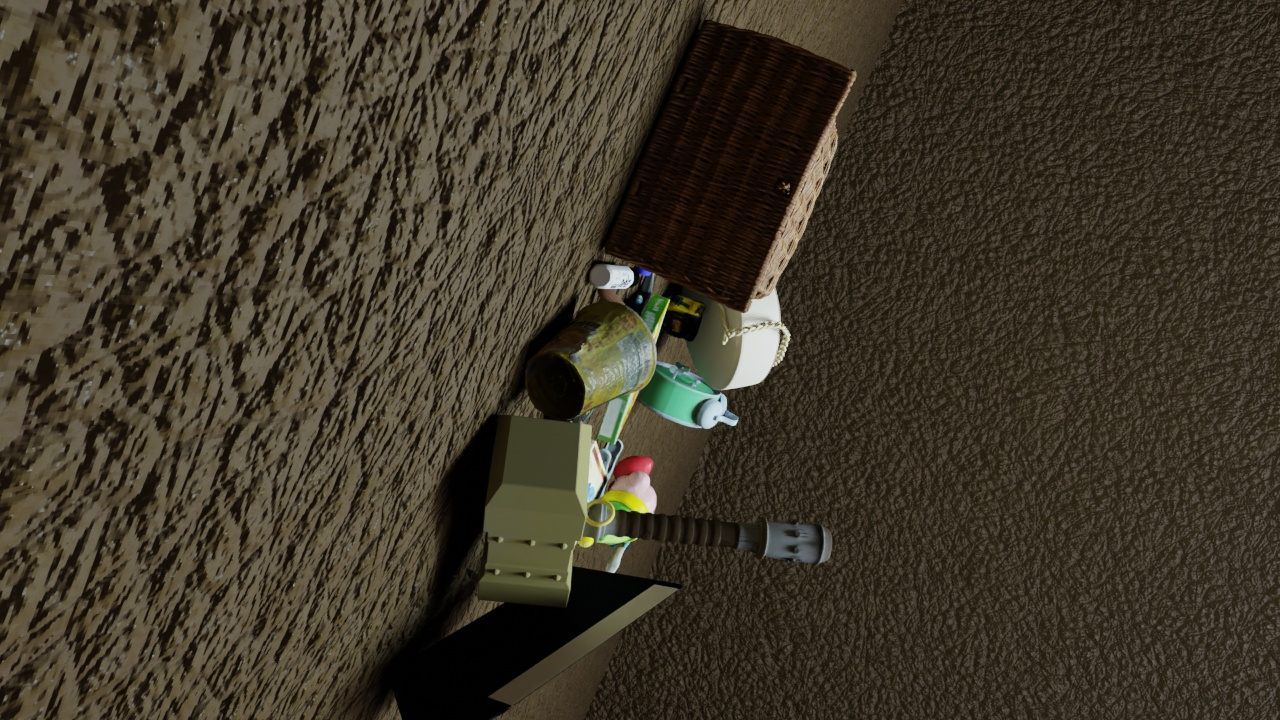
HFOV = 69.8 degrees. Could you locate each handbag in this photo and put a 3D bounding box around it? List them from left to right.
[{"bbox_3d":[0.121,-0.066,1.347,0.211,0.103,0.208,103,-29,-47],"label":"handbag"}]

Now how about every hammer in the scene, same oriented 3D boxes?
[{"bbox_3d":[0.019,0.158,0.864,0.191,0.325,0.100,104,-9,-46],"label":"hammer"}]

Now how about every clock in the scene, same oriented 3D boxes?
[{"bbox_3d":[0.076,0.056,1.406,0.075,0.161,0.121,-66,170,11],"label":"clock"}]

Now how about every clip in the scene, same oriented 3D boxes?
[{"bbox_3d":[-0.067,0.192,1.382,0.163,0.028,0.108,-68,171,16],"label":"clip"}]

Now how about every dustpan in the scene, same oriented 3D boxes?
[{"bbox_3d":[-0.124,0.292,0.909,0.235,0.274,0.080,-22,103,-45],"label":"dustpan"}]

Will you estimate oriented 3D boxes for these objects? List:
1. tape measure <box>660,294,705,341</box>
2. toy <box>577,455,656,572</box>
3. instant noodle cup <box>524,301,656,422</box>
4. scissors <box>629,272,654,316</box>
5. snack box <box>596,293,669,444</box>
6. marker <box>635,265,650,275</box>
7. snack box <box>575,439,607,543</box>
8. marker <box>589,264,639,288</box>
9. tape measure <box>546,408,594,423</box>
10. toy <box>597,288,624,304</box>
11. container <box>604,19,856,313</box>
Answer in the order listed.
[{"bbox_3d":[0.056,-0.063,1.312,0.038,0.062,0.067,-57,165,-35],"label":"tape measure"},{"bbox_3d":[-0.033,0.199,1.175,0.131,0.097,0.124,-85,-165,-48],"label":"toy"},{"bbox_3d":[-0.053,0.005,0.868,0.108,0.102,0.102,-35,149,-54],"label":"instant noodle cup"},{"bbox_3d":[-0.008,-0.049,1.144,0.149,0.019,0.122,76,36,-81],"label":"scissors"},{"bbox_3d":[-0.006,0.006,1.079,0.167,0.027,0.132,-65,174,-67],"label":"snack box"},{"bbox_3d":[0.023,-0.163,1.043,0.020,0.020,0.142,-48,159,-59],"label":"marker"},{"bbox_3d":[-0.101,0.177,1.097,0.153,0.055,0.207,-63,169,-17],"label":"snack box"},{"bbox_3d":[-0.025,-0.087,0.959,0.025,0.025,0.125,-67,170,9],"label":"marker"},{"bbox_3d":[-0.069,0.039,0.982,0.072,0.042,0.072,-51,162,-40],"label":"tape measure"},{"bbox_3d":[-0.035,-0.035,0.991,0.054,0.041,0.102,-22,149,-43],"label":"toy"},{"bbox_3d":[0.104,-0.185,0.953,0.250,0.162,0.183,-66,163,5],"label":"container"}]
